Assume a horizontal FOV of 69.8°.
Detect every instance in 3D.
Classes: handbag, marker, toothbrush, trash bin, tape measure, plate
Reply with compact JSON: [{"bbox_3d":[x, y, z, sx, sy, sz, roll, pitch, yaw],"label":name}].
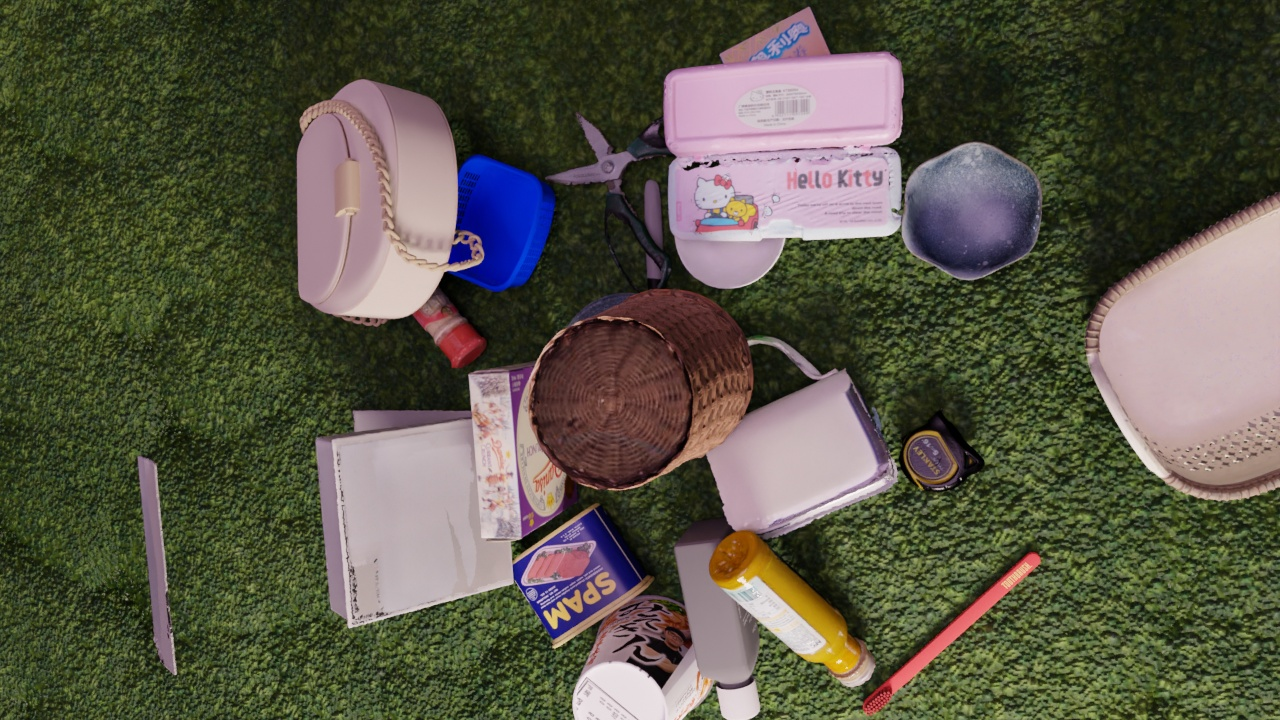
[{"bbox_3d":[0.131,0.057,0.825,0.151,0.074,0.176,-28,68,15],"label":"handbag"},{"bbox_3d":[-0.246,-0.145,0.860,0.209,0.103,0.210,-11,79,46],"label":"handbag"},{"bbox_3d":[0.016,-0.100,0.864,0.022,0.016,0.138,-3,93,-15],"label":"marker"},{"bbox_3d":[0.274,0.245,0.814,0.012,0.017,0.213,44,104,9],"label":"toothbrush"},{"bbox_3d":[-0.001,0.020,0.715,0.151,0.209,0.151,1,94,16],"label":"trash bin"},{"bbox_3d":[0.257,0.084,0.798,0.061,0.034,0.061,-38,72,11],"label":"tape measure"},{"bbox_3d":[0.084,-0.116,0.832,0.104,0.026,0.104,0,91,23],"label":"plate"}]

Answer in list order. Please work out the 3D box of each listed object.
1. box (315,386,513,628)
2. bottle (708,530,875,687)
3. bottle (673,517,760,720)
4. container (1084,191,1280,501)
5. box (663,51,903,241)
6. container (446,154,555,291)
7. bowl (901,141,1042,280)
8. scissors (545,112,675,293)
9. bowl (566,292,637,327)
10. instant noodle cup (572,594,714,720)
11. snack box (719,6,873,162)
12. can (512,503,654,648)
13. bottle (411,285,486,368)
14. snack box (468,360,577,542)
[{"bbox_3d":[-0.241,0.130,0.985,0.173,0.422,0.167,-4,94,-14],"label":"box"},{"bbox_3d":[0.137,0.220,0.795,0.053,0.053,0.186,-39,114,15],"label":"bottle"},{"bbox_3d":[0.076,0.239,0.838,0.046,0.083,0.174,-10,92,16],"label":"bottle"},{"bbox_3d":[0.457,-0.019,0.676,0.247,0.142,0.184,-30,86,16],"label":"container"},{"bbox_3d":[0.118,-0.179,0.778,0.201,0.038,0.152,0,94,16],"label":"box"},{"bbox_3d":[-0.136,-0.130,0.881,0.096,0.058,0.114,23,100,13],"label":"container"},{"bbox_3d":[0.274,-0.123,0.766,0.110,0.055,0.110,1,95,16],"label":"bowl"},{"bbox_3d":[0.001,-0.150,0.848,0.202,0.015,0.202,-6,87,26],"label":"scissors"},{"bbox_3d":[-0.005,0.005,0.855,0.137,0.057,0.137,1,95,16],"label":"bowl"},{"bbox_3d":[-0.002,0.295,0.843,0.124,0.121,0.123,1,95,16],"label":"instant noodle cup"},{"bbox_3d":[0.140,-0.219,0.807,0.087,0.034,0.151,-23,88,16],"label":"snack box"},{"bbox_3d":[-0.060,0.206,0.888,0.116,0.056,0.092,-36,83,15],"label":"can"},{"bbox_3d":[-0.201,-0.044,0.915,0.044,0.044,0.109,-43,82,15],"label":"bottle"},{"bbox_3d":[-0.105,0.076,0.844,0.041,0.143,0.148,-3,94,16],"label":"snack box"}]
